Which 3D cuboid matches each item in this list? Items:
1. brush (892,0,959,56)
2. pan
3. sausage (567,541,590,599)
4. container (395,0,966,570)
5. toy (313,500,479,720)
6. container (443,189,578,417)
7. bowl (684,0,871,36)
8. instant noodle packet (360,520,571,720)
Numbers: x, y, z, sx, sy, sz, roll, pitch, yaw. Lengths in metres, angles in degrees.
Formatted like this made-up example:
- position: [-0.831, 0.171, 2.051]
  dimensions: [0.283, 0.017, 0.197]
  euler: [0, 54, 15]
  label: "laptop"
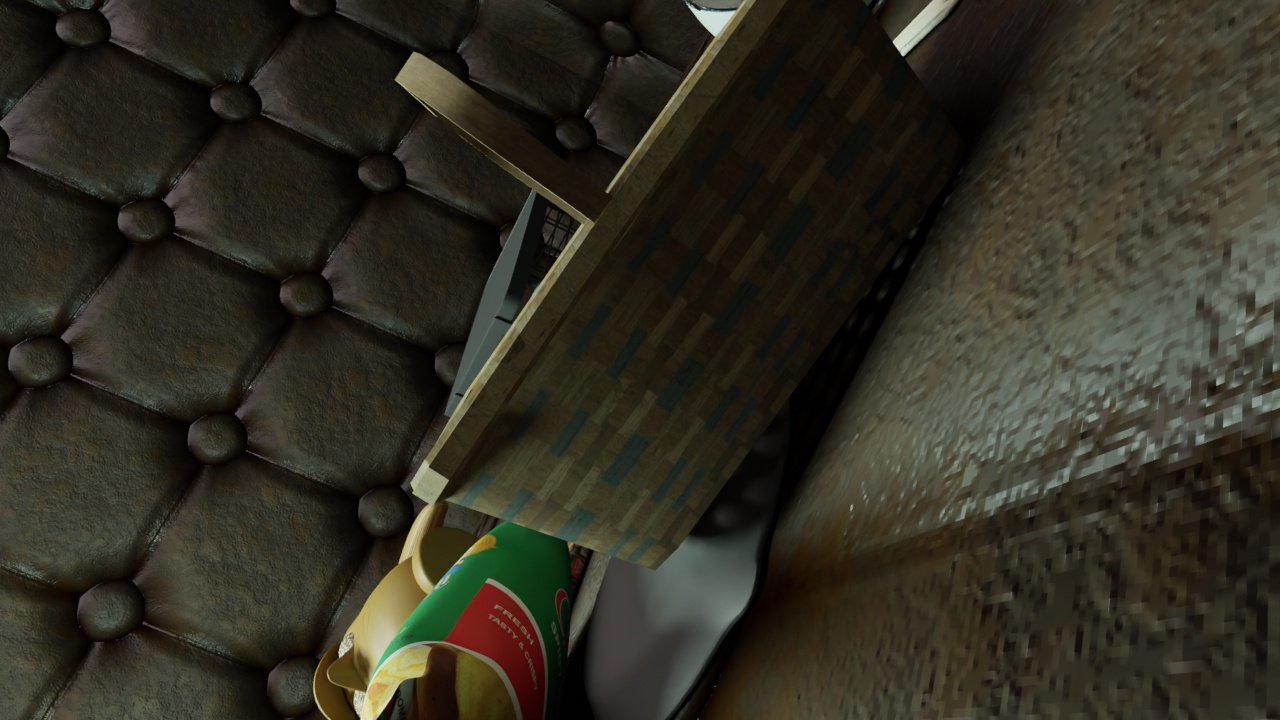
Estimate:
- position: [0.125, -0.156, 0.538]
  dimensions: [0.033, 0.012, 0.218]
  euler: [-67, 9, -17]
  label: "brush"
- position: [-0.011, 0.146, 0.441]
  dimensions: [0.354, 0.024, 0.217]
  euler: [-66, 7, -6]
  label: "pan"
- position: [-0.062, 0.181, 0.689]
  dimensions: [0.020, 0.020, 0.155]
  euler: [-54, 13, 55]
  label: "sausage"
- position: [-0.015, -0.059, 0.387]
  dimensions: [0.250, 0.186, 0.157]
  euler: [-54, 8, 4]
  label: "container"
- position: [-0.182, 0.239, 0.748]
  dimensions: [0.204, 0.162, 0.198]
  euler: [-44, 57, 32]
  label: "toy"
- position: [-0.076, -0.040, 0.853]
  dimensions: [0.163, 0.130, 0.240]
  euler: [-56, 18, 36]
  label: "container"
- position: [0.110, -0.273, 0.650]
  dimensions: [0.154, 0.073, 0.153]
  euler: [-18, 48, 21]
  label: "bowl"
- position: [-0.092, 0.193, 0.484]
  dimensions: [0.252, 0.090, 0.196]
  euler: [-53, -25, -71]
  label: "instant noodle packet"
